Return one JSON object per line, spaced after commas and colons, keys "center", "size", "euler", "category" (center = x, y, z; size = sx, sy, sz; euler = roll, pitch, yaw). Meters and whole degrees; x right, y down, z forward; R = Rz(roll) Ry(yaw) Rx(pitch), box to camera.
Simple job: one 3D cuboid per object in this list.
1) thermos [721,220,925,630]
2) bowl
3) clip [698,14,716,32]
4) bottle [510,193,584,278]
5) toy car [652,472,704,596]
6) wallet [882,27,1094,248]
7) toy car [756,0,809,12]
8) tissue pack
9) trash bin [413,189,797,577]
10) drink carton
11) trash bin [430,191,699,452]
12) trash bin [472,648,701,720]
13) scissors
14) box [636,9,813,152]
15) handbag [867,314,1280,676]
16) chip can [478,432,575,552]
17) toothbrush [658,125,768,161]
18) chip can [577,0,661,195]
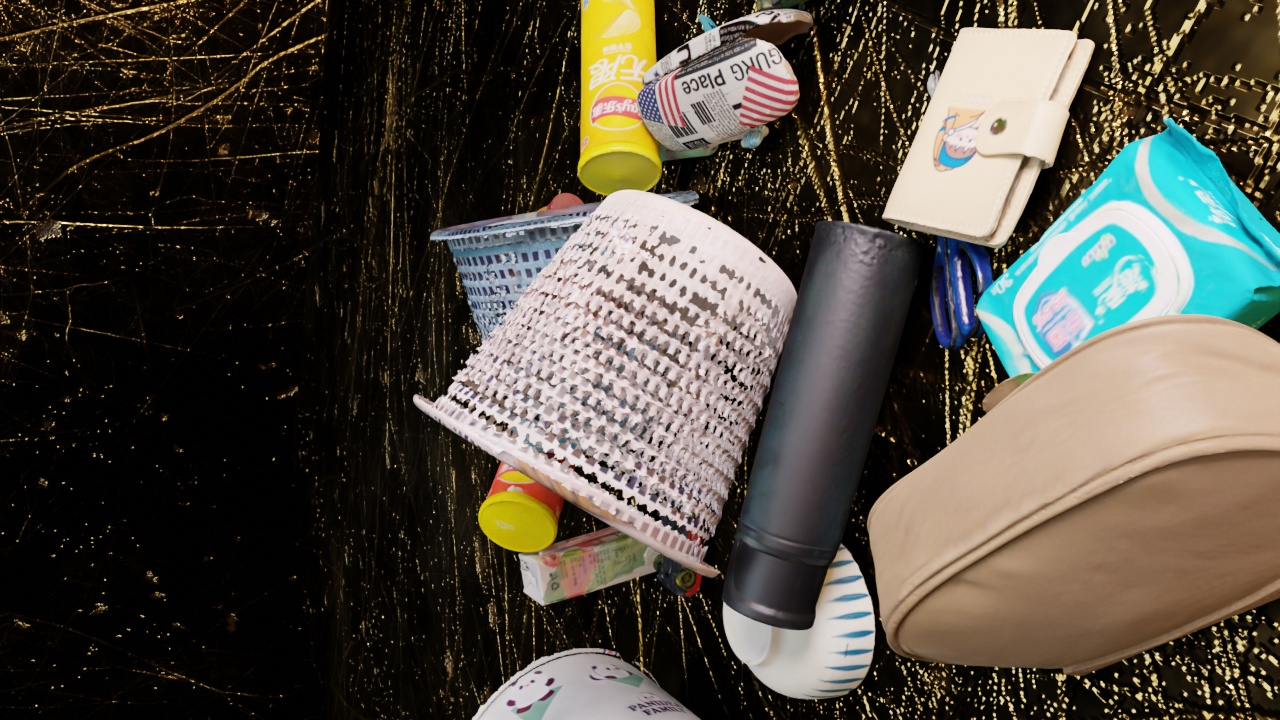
{"center": [0.105, 0.038, 0.576], "size": [0.090, 0.068, 0.242], "euler": [-153, 78, -73], "category": "thermos"}
{"center": [0.100, 0.179, 0.640], "size": [0.117, 0.066, 0.116], "euler": [1, 91, 61], "category": "bowl"}
{"center": [0.059, -0.265, 0.763], "size": [0.056, 0.013, 0.039], "euler": [62, 142, 43], "category": "clip"}
{"center": [-0.111, -0.124, 1.033], "size": [0.175, 0.057, 0.057], "euler": [-44, 53, 53], "category": "bottle"}
{"center": [0.037, 0.149, 0.793], "size": [0.049, 0.031, 0.106], "euler": [14, 104, 60], "category": "toy car"}
{"center": [0.186, -0.122, 0.494], "size": [0.087, 0.024, 0.115], "euler": [28, 97, 51], "category": "wallet"}
{"center": [0.112, -0.270, 0.639], "size": [0.091, 0.036, 0.043], "euler": [8, 99, 60], "category": "toy car"}
{"center": [0.225, -0.032, 0.422], "size": [0.134, 0.050, 0.093], "euler": [-59, 41, 43], "category": "tissue pack"}
{"center": [-0.004, 0.005, 0.610], "size": [0.192, 0.227, 0.228], "euler": [-60, 29, -8], "category": "trash bin"}
{"center": [-0.046, 0.184, 0.850], "size": [0.054, 0.122, 0.045], "euler": [2, 102, 63], "category": "drink carton"}
{"center": [-0.051, -0.033, 0.791], "size": [0.227, 0.226, 0.195], "euler": [14, 115, 61], "category": "trash bin"}
{"center": [0.004, 0.365, 0.674], "size": [0.252, 0.229, 0.229], "euler": [7, 97, 57], "category": "trash bin"}
{"center": [0.180, -0.094, 0.522], "size": [0.108, 0.012, 0.175], "euler": [-119, 29, -79], "category": "scissors"}
{"center": [0.060, -0.204, 0.695], "size": [0.163, 0.076, 0.088], "euler": [-1, 97, 53], "category": "box"}
{"center": [0.195, 0.063, 0.389], "size": [0.205, 0.147, 0.099], "euler": [127, 155, -48], "category": "handbag"}
{"center": [-0.092, 0.082, 0.885], "size": [0.216, 0.073, 0.073], "euler": [-76, 8, -52], "category": "chip can"}
{"center": [0.041, -0.186, 0.784], "size": [0.027, 0.026, 0.225], "euler": [-60, 29, -8], "category": "toothbrush"}
{"center": [-0.019, -0.253, 0.811], "size": [0.072, 0.072, 0.213], "euler": [-37, 48, 56], "category": "chip can"}
